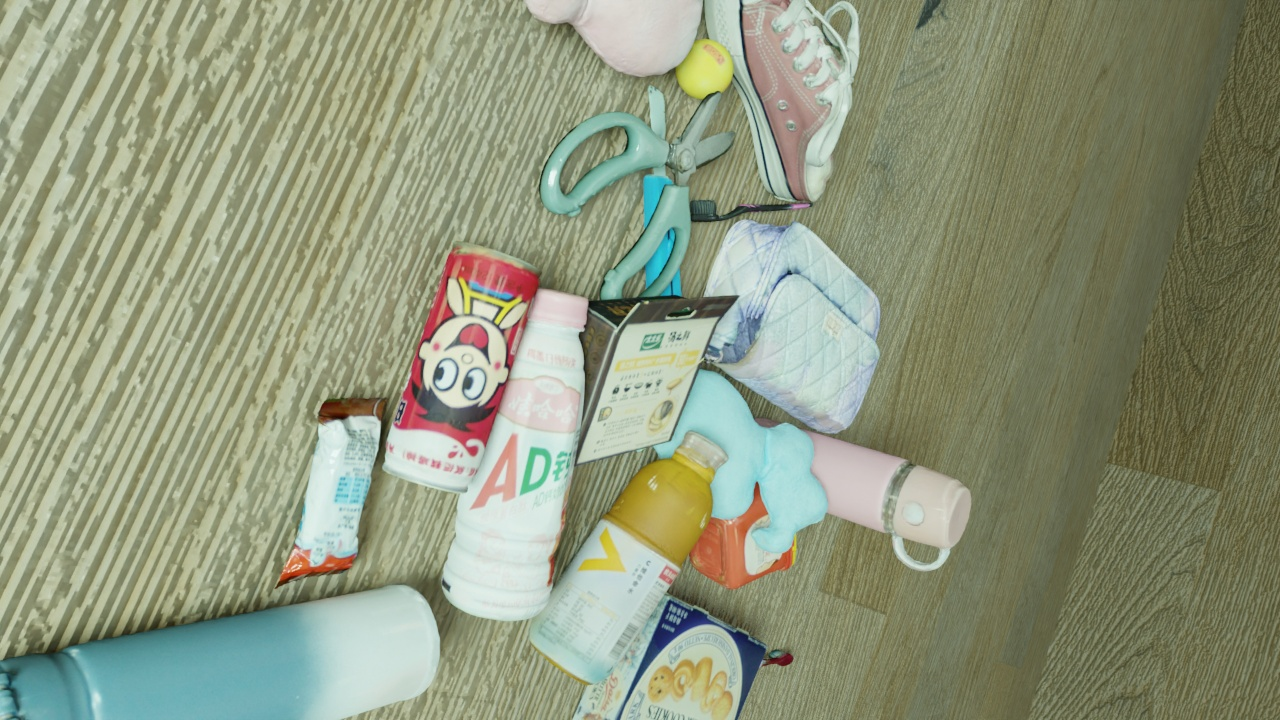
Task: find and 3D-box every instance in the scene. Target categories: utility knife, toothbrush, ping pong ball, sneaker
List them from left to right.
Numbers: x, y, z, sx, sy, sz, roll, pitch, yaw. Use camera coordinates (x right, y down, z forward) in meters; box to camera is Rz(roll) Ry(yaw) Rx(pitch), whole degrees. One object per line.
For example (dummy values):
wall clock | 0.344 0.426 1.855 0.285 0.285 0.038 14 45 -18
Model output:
utility knife | 0.015 -0.093 0.662 0.034 0.018 0.205 -27 121 -44
ping pong ball | 0.045 -0.203 0.641 0.040 0.040 0.040 -22 119 -47
toothbrush | 0.105 0.303 0.924 0.187 0.017 0.016 18 90 -51
toothbrush | 0.096 -0.128 0.759 0.188 0.014 0.018 -16 102 -50
sneaker | 0.121 -0.218 0.695 0.118 0.088 0.241 -53 139 -26

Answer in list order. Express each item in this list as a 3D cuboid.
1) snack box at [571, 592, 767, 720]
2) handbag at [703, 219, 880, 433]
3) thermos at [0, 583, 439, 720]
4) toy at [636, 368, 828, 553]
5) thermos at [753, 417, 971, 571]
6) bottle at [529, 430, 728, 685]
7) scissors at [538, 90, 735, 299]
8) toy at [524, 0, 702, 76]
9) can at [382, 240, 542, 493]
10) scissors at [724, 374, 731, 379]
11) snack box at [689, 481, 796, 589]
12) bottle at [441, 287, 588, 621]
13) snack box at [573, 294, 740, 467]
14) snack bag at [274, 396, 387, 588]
snack box | 0.019 0.297 0.774 0.178 0.046 0.182 39 70 -46
handbag | 0.133 -0.027 0.777 0.193 0.076 0.134 29 79 -46
thermos | -0.200 0.154 0.433 0.220 0.070 0.070 3 99 -52
toy | 0.074 0.078 0.732 0.156 0.050 0.161 -7 81 -26
thermos | 0.180 0.115 0.800 0.067 0.199 0.087 -11 112 -52
bottle | -0.003 0.136 0.657 0.189 0.068 0.068 -55 140 -11
scissors | 0.009 -0.103 0.627 0.174 0.019 0.176 -27 125 -33
toy | -0.016 -0.235 0.539 0.159 0.054 0.121 -6 98 -53
can | -0.100 0.004 0.515 0.053 0.053 0.132 22 84 -53
scissors | 0.132 -0.025 0.843 0.150 0.014 0.170 41 70 -49
snack box | 0.086 0.144 0.789 0.080 0.082 0.091 -22 119 -36
bottle | -0.071 0.054 0.558 0.068 0.068 0.197 5 99 -53
snack box | -0.004 0.004 0.618 0.113 0.053 0.126 -8 124 -51
snack bag | -0.161 0.069 0.482 0.048 0.026 0.104 4 98 -59
